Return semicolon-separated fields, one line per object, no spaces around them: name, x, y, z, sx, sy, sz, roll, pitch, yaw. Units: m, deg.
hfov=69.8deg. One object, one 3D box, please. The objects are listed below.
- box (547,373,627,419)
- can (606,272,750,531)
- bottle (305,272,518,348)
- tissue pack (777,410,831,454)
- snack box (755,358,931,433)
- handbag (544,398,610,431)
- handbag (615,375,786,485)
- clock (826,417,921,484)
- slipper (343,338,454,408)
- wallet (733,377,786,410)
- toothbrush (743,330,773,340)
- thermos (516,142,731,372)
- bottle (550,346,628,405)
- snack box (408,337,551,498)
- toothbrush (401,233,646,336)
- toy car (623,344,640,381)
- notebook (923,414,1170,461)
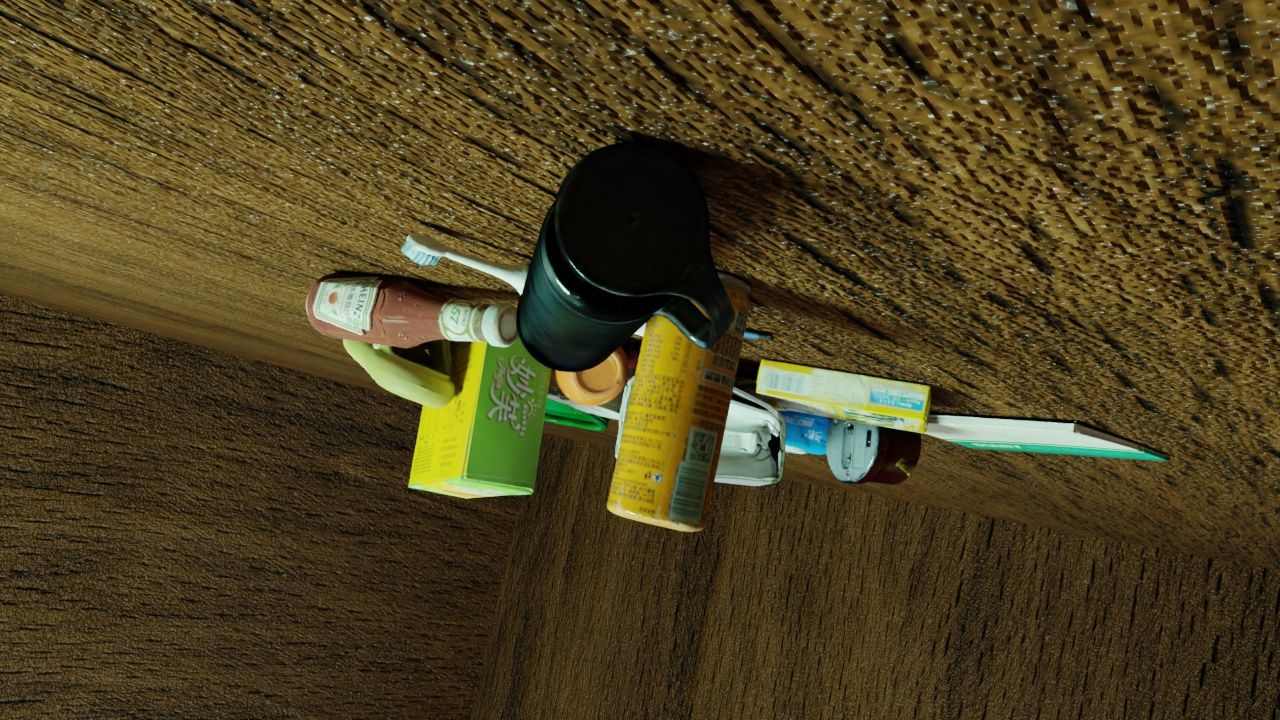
box;-0.038;0.031;1.025;0.090;0.059;0.184;9;174;27
can;0.023;0.023;0.532;0.058;0.146;0.058;12;173;1
bottle;-0.189;-0.038;0.760;0.206;0.059;0.059;7;171;31
tissue pack;0.146;0.072;1.040;0.157;0.052;0.095;15;172;-20
snack box;0.174;0.032;0.783;0.140;0.033;0.087;11;172;20
handbag;-0.101;0.041;1.143;0.131;0.068;0.120;8;170;27
handbag;0.053;0.067;0.857;0.145;0.098;0.197;12;174;2
clock;0.213;0.077;0.871;0.055;0.082;0.122;8;172;-21
slipper;-0.216;-0.015;0.865;0.091;0.081;0.190;27;-177;-32
wallet;0.124;0.034;0.914;0.087;0.024;0.115;18;173;-19
toothbrush;0.004;-0.029;0.681;0.190;0.016;0.014;10;180;13
thermos;-0.016;-0.030;0.457;0.090;0.068;0.243;48;169;-3
bottle;-0.058;0.005;0.870;0.066;0.066;0.149;15;179;-17
snack box;-0.156;0.049;0.881;0.070;0.157;0.210;13;166;-24
toothbrush;-0.048;-0.044;0.603;0.220;0.026;0.026;16;130;-28
toy car;-0.005;0.005;0.883;0.049;0.031;0.106;14;170;-22
notebook;0.354;0.071;0.863;0.150;0.012;0.209;16;171;-31
